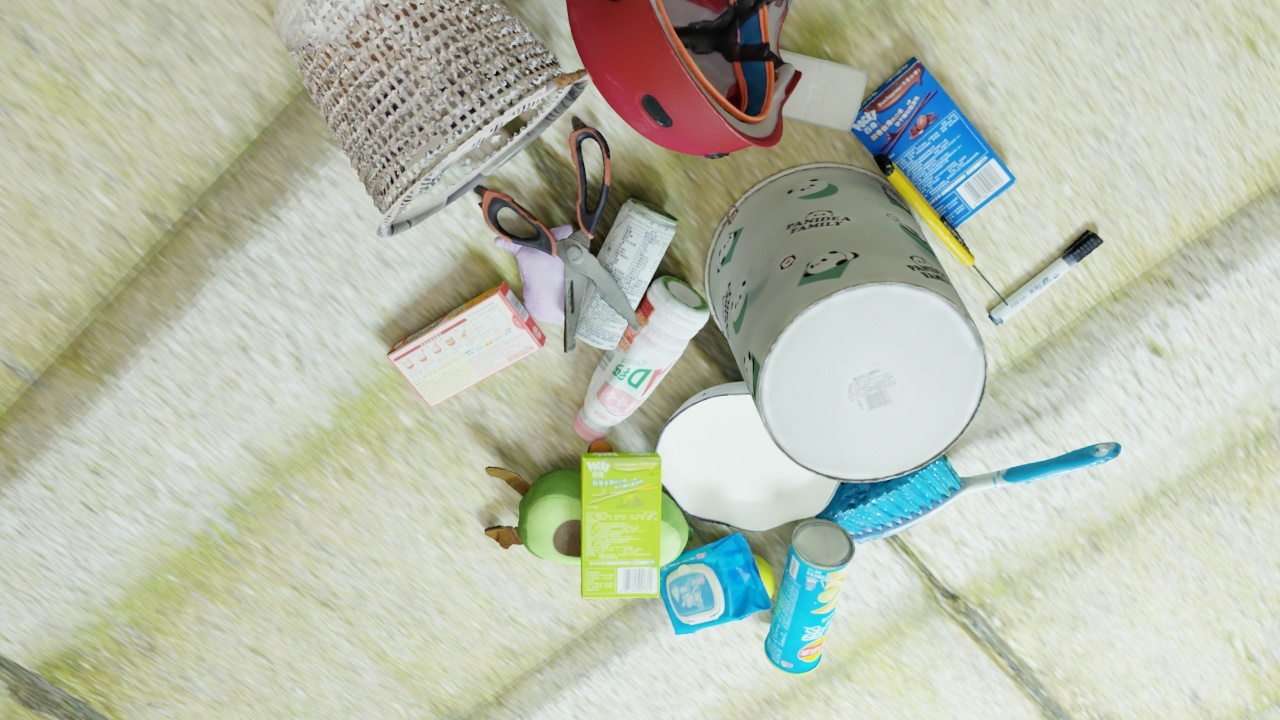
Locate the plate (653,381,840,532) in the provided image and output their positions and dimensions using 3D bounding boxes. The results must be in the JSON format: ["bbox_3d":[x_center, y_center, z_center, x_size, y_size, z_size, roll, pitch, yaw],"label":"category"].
[{"bbox_3d":[0.117,0.102,0.997,0.205,0.045,0.205,6,130,6],"label":"plate"}]

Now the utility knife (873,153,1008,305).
[{"bbox_3d":[0.296,-0.122,0.883,0.015,0.033,0.219,-37,114,27],"label":"utility knife"}]

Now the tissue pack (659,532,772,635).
[{"bbox_3d":[0.077,0.258,1.051,0.158,0.052,0.095,-31,76,44],"label":"tissue pack"}]

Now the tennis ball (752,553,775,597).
[{"bbox_3d":[0.127,0.262,1.088,0.065,0.065,0.065,0,117,0],"label":"tennis ball"}]

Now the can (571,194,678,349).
[{"bbox_3d":[-0.019,-0.085,0.907,0.058,0.058,0.147,24,105,-11],"label":"can"}]

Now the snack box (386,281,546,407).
[{"bbox_3d":[-0.183,-0.014,0.963,0.156,0.027,0.077,-26,114,22],"label":"snack box"}]

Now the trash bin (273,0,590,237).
[{"bbox_3d":[-0.187,-0.244,0.769,0.228,0.227,0.192,-35,99,17],"label":"trash bin"}]

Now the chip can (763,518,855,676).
[{"bbox_3d":[0.194,0.279,1.068,0.071,0.071,0.211,4,129,-1],"label":"chip can"}]

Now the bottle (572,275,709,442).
[{"bbox_3d":[-0.006,0.006,0.961,0.068,0.068,0.197,28,116,-13],"label":"bottle"}]

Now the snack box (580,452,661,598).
[{"bbox_3d":[-0.021,0.176,0.979,0.085,0.026,0.156,-1,98,-5],"label":"snack box"}]

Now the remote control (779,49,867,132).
[{"bbox_3d":[0.128,-0.254,0.841,0.150,0.021,0.058,16,110,3],"label":"remote control"}]

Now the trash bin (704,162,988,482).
[{"bbox_3d":[0.181,-0.035,0.832,0.229,0.251,0.230,0,116,0],"label":"trash bin"}]

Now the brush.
[{"bbox_3d":[0.351,0.130,1.008,0.315,0.060,0.109,-30,119,26],"label":"brush"}]

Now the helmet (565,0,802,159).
[{"bbox_3d":[0.023,-0.263,0.741,0.144,0.239,0.206,-15,158,39],"label":"helmet"}]

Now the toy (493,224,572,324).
[{"bbox_3d":[-0.098,-0.083,0.932,0.084,0.038,0.108,-3,123,15],"label":"toy"}]

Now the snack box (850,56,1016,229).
[{"bbox_3d":[0.276,-0.201,0.874,0.085,0.026,0.157,-40,109,20],"label":"snack box"}]

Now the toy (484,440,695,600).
[{"bbox_3d":[-0.059,0.182,1.038,0.247,0.089,0.227,6,124,1],"label":"toy"}]

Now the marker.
[{"bbox_3d":[0.411,-0.084,0.938,0.131,0.018,0.022,-42,84,19],"label":"marker"}]

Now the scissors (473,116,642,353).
[{"bbox_3d":[-0.067,-0.121,0.881,0.226,0.015,0.189,38,102,11],"label":"scissors"}]
